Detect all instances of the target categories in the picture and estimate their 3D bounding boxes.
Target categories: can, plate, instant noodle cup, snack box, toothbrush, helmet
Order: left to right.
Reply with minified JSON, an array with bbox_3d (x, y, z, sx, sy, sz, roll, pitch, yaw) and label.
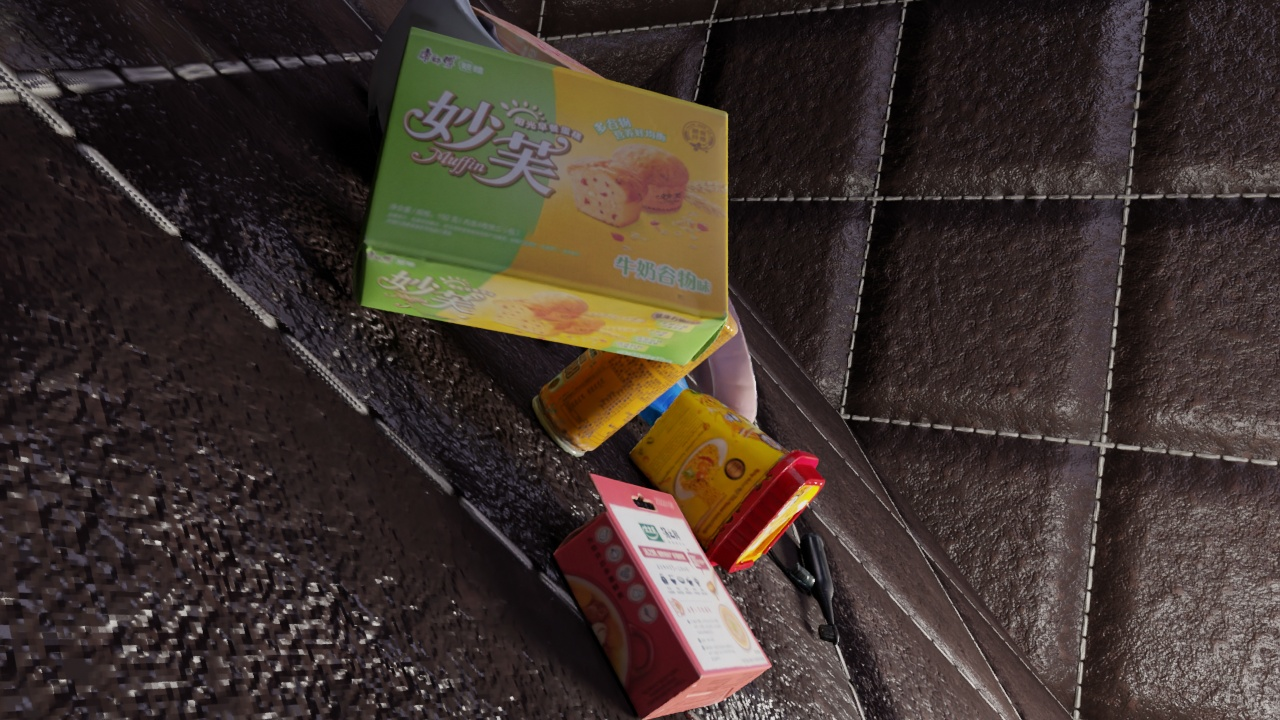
[{"bbox_3d":[-0.119,-0.166,0.727,0.229,0.146,0.259,42,-3,-1],"label":"helmet"},{"bbox_3d":[-0.082,-0.261,0.809,0.157,0.026,0.084,38,20,26],"label":"snack box"},{"bbox_3d":[-0.053,-0.095,0.554,0.210,0.070,0.157,11,63,-16],"label":"snack box"},{"bbox_3d":[-0.004,0.002,0.640,0.058,0.146,0.058,48,12,-14],"label":"can"},{"bbox_3d":[0.009,0.135,0.532,0.127,0.044,0.113,58,14,27],"label":"snack box"},{"bbox_3d":[0.082,-0.012,1.065,0.192,0.039,0.192,163,-89,-82],"label":"plate"},{"bbox_3d":[0.067,0.092,0.747,0.123,0.116,0.116,43,9,21],"label":"instant noodle cup"},{"bbox_3d":[0.108,0.161,0.894,0.189,0.017,0.014,46,13,-13],"label":"toothbrush"},{"bbox_3d":[0.183,0.231,0.937,0.027,0.026,0.212,16,14,2],"label":"toothbrush"}]

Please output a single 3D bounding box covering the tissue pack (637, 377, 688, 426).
[{"bbox_3d":[-0.005,0.005,0.863,0.095,0.052,0.157,42,14,-28],"label":"tissue pack"}]
